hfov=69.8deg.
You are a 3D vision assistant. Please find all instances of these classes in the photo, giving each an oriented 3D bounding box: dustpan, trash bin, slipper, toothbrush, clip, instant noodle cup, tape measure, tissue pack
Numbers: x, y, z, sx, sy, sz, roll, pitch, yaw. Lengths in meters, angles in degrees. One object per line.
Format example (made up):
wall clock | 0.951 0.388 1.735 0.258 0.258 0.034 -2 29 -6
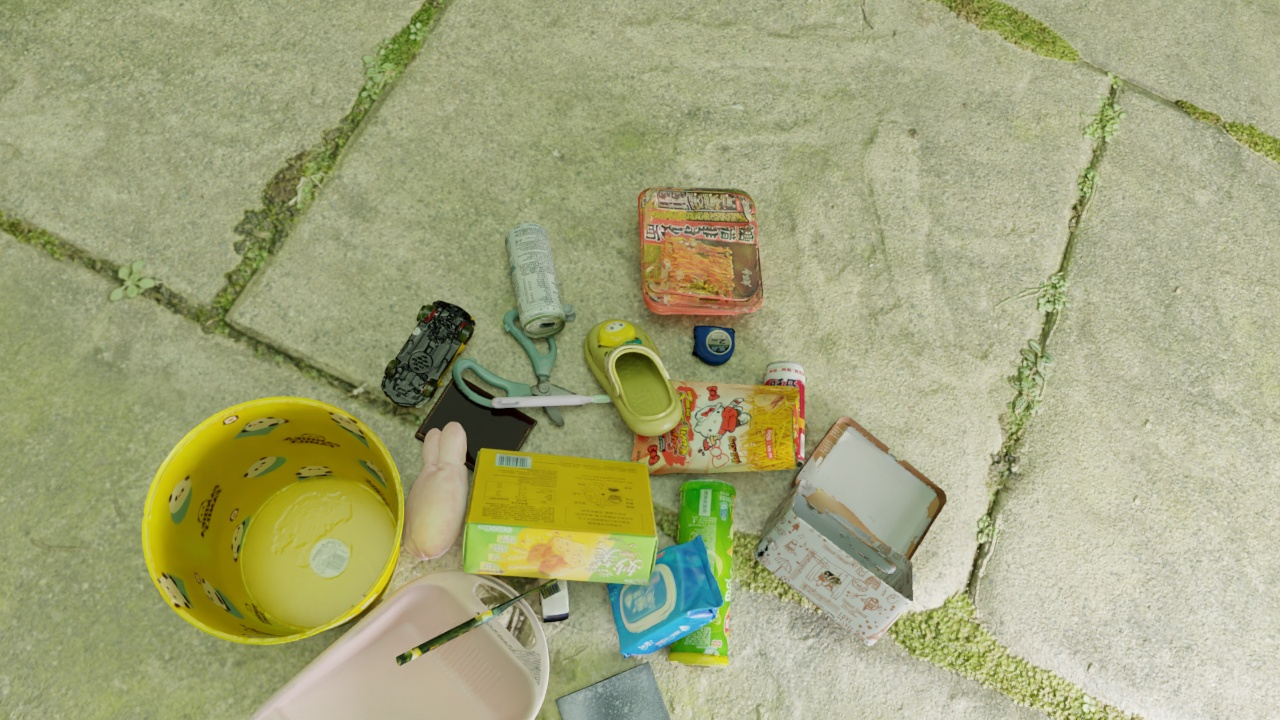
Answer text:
dustpan | -0.236 0.354 0.958 0.222 0.139 0.272 43 46 6
trash bin | -0.356 0.184 0.960 0.229 0.256 0.229 3 70 -9
slipper | -0.007 0.007 1.151 0.091 0.082 0.190 -18 52 -15
toothbrush | -0.094 0.050 1.158 0.189 0.021 0.029 0 75 -20
clip | -0.114 -0.068 1.218 0.057 0.030 0.024 12 66 6
instant noodle cup | 0.077 -0.139 1.239 0.164 0.079 0.188 1 69 -8
tape measure | -0.103 0.272 1.071 0.033 0.066 0.065 -6 72 -10
toothbrush | -0.171 0.280 0.976 0.185 0.012 0.017 -24 88 -12
tissue pack | 0.024 0.272 1.052 0.052 0.157 0.094 24 40 -42
tape measure | 0.098 -0.020 1.229 0.058 0.025 0.054 3 72 -4

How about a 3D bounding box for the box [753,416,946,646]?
box | 0.262 0.207 1.140 0.179 0.124 0.273 38 42 6

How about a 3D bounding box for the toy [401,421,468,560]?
toy | -0.235 0.152 1.067 0.054 0.122 0.159 19 68 -34

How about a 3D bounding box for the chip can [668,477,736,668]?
chip can | 0.075 0.252 1.104 0.072 0.073 0.221 7 70 -7

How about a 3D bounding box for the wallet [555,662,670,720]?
wallet | -0.027 0.416 1.059 0.120 0.019 0.097 -17 76 -16

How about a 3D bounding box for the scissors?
scissors | -0.163 0.020 1.165 0.178 0.019 0.172 -20 75 -28

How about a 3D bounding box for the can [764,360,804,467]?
can | 0.187 0.070 1.195 0.053 0.053 0.132 7 70 -7

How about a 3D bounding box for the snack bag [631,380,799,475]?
snack bag | 0.094 0.083 1.149 0.208 0.073 0.128 0 69 17

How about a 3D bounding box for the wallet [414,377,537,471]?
wallet | -0.205 0.085 1.147 0.122 0.020 0.096 30 73 2

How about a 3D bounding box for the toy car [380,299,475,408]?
toy car | -0.268 -0.007 1.156 0.071 0.041 0.155 27 67 1

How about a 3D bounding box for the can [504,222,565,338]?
can | -0.138 -0.105 1.194 0.058 0.058 0.146 -9 65 -12

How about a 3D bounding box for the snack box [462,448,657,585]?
snack box | -0.092 0.178 1.059 0.210 0.070 0.157 6 25 -7
